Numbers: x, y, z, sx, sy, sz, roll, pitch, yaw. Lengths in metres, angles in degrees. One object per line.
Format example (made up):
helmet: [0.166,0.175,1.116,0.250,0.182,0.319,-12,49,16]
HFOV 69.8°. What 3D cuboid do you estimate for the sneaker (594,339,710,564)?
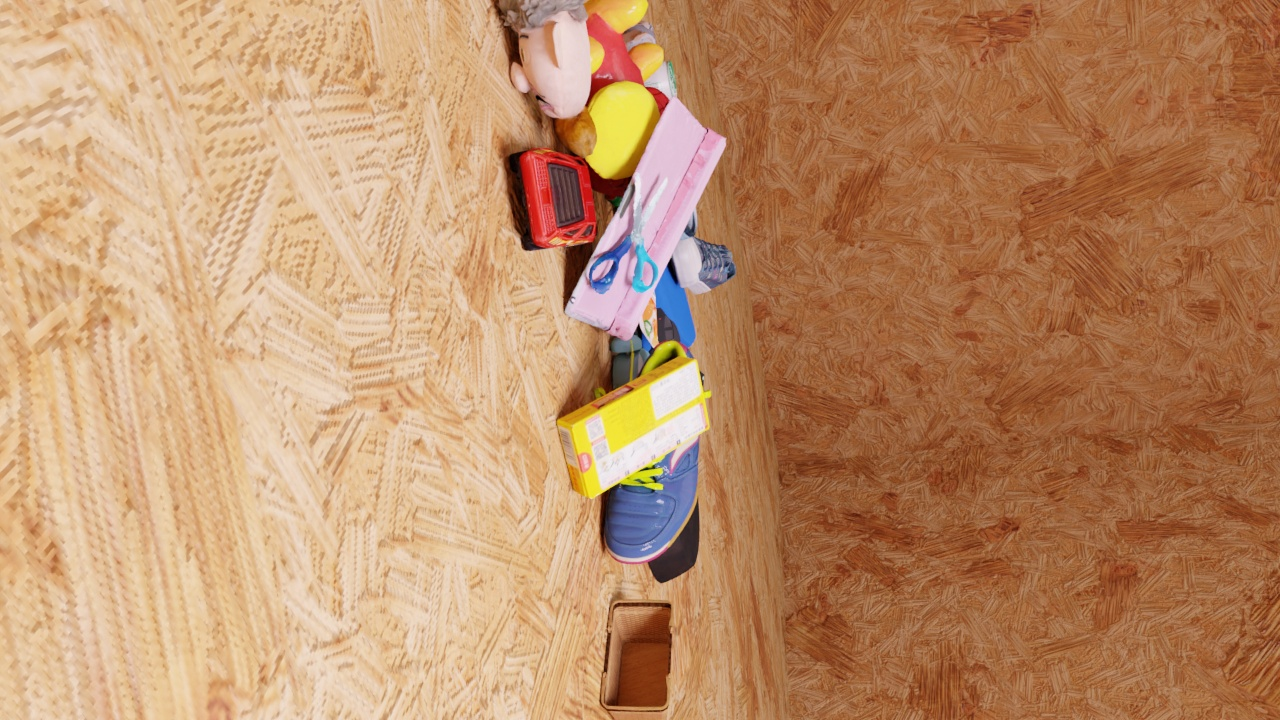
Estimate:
sneaker: [0.007,0.084,0.929,0.091,0.116,0.241,82,18,-53]

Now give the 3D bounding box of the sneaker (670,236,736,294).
sneaker: [0.090,-0.148,1.319,0.235,0.079,0.087,16,59,-77]

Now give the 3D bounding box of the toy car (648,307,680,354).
toy car: [0.031,-0.022,1.131,0.042,0.036,0.091,50,27,-55]

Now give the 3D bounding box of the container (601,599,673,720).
container: [0.001,0.293,0.877,0.113,0.063,0.061,-84,170,-48]

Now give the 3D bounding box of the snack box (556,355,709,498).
snack box: [-0.003,0.059,0.842,0.152,0.025,0.075,-27,117,-32]

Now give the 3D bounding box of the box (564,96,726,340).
box: [0.015,-0.132,0.933,0.233,0.059,0.179,-64,169,5]

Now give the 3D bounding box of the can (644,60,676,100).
can: [-0.011,-0.320,1.074,0.053,0.101,0.053,-6,89,-78]

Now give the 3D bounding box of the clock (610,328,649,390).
clock: [-0.006,0.006,1.053,0.087,0.042,0.123,56,31,-66]

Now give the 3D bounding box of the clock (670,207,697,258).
clock: [0.025,-0.217,1.148,0.118,0.060,0.161,47,35,-50]

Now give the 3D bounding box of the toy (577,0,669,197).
toy: [-0.025,-0.262,0.951,0.147,0.099,0.216,-48,142,-22]

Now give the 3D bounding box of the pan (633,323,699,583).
pan: [0.029,0.104,1.166,0.248,0.043,0.356,-46,128,-76]

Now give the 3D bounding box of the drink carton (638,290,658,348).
drink carton: [0.004,-0.063,1.095,0.069,0.039,0.122,55,19,-49]

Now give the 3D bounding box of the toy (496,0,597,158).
toy: [-0.076,-0.260,0.790,0.132,0.076,0.176,-106,-178,-70]

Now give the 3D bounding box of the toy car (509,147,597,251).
toy car: [-0.069,-0.141,0.810,0.189,0.056,0.081,-48,132,-78]

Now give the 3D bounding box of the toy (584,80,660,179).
toy: [-0.019,-0.218,0.872,0.094,0.041,0.095,-45,138,-16]

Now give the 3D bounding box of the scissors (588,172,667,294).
scissors: [-0.011,-0.115,0.863,0.109,0.015,0.132,-24,131,-38]

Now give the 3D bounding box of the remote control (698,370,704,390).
remote control: [0.064,0.030,1.228,0.124,0.010,0.039,12,83,-70]

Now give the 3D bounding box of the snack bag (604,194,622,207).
snack bag: [-0.014,-0.198,1.170,0.155,0.044,0.087,3,81,-72]

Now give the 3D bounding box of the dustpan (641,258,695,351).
dustpan: [0.041,-0.035,1.276,0.245,0.059,0.257,3,70,-79]

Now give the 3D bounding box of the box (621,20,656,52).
box: [-0.005,-0.330,1.221,0.107,0.095,0.216,-55,144,-37]
